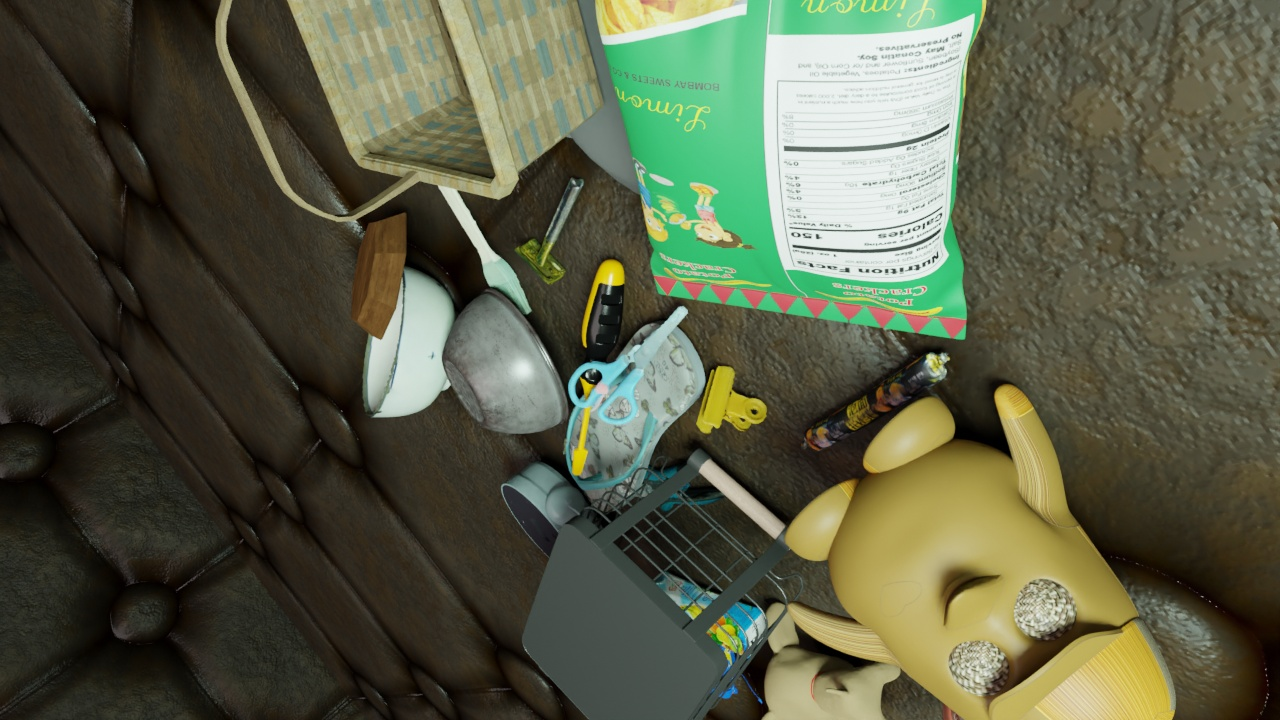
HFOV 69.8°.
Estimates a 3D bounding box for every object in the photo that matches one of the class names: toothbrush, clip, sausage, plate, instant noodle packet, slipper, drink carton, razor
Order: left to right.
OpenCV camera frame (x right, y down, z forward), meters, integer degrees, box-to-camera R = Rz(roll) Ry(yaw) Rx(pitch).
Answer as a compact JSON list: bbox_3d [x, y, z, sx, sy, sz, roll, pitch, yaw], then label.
[{"bbox_3d":[-0.258,-0.084,0.894,0.132,0.025,0.131,-32,53,56],"label":"plate"},{"bbox_3d":[-0.067,-0.108,0.733,0.042,0.026,0.106,47,141,10],"label":"razor"},{"bbox_3d":[-0.038,0.010,0.754,0.031,0.031,0.197,-128,44,-55],"label":"toothbrush"},{"bbox_3d":[-0.027,0.056,0.797,0.098,0.054,0.270,55,145,19],"label":"slipper"},{"bbox_3d":[0.061,0.242,0.882,0.129,0.038,0.044,11,129,42],"label":"drink carton"},{"bbox_3d":[0.067,0.038,0.698,0.047,0.052,0.039,26,149,-14],"label":"clip"},{"bbox_3d":[0.076,-0.114,0.482,0.196,0.090,0.253,11,141,24],"label":"instant noodle packet"},{"bbox_3d":[0.152,0.031,0.609,0.020,0.020,0.156,50,145,3],"label":"sausage"}]

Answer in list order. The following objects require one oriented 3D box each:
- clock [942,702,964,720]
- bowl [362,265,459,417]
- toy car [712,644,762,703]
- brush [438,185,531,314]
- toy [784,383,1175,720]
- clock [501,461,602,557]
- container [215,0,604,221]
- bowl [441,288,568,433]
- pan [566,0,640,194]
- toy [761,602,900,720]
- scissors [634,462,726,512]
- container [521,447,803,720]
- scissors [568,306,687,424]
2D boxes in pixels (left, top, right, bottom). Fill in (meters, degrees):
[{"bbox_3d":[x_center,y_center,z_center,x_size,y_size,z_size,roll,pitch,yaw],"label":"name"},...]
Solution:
[{"bbox_3d":[0.257,0.219,0.612,0.158,0.072,0.120,4,123,46],"label":"clock"},{"bbox_3d":[-0.225,-0.015,0.916,0.154,0.072,0.153,-32,53,55],"label":"bowl"},{"bbox_3d":[0.096,0.305,0.924,0.033,0.061,0.092,-9,84,52],"label":"toy car"},{"bbox_3d":[-0.161,-0.134,0.824,0.033,0.012,0.217,-17,106,53],"label":"brush"},{"bbox_3d":[0.197,0.137,0.520,0.199,0.162,0.203,-50,61,16],"label":"toy"},{"bbox_3d":[-0.084,0.165,0.950,0.159,0.045,0.122,4,129,58],"label":"clock"},{"bbox_3d":[-0.167,-0.189,0.601,0.250,0.186,0.158,22,136,49],"label":"container"},{"bbox_3d":[-0.134,0.012,0.845,0.145,0.067,0.145,46,155,28],"label":"bowl"},{"bbox_3d":[0.037,-0.187,0.543,0.355,0.024,0.216,-1,119,49],"label":"pan"},{"bbox_3d":[0.155,0.274,0.765,0.105,0.134,0.108,21,158,-32],"label":"toy"},{"bbox_3d":[0.029,0.119,0.827,0.137,0.019,0.129,32,141,29],"label":"scissors"},{"bbox_3d":[0.016,0.210,0.773,0.163,0.130,0.242,41,137,20],"label":"container"},{"bbox_3d":[-0.003,0.004,0.712,0.063,0.015,0.139,43,128,-4],"label":"scissors"}]
